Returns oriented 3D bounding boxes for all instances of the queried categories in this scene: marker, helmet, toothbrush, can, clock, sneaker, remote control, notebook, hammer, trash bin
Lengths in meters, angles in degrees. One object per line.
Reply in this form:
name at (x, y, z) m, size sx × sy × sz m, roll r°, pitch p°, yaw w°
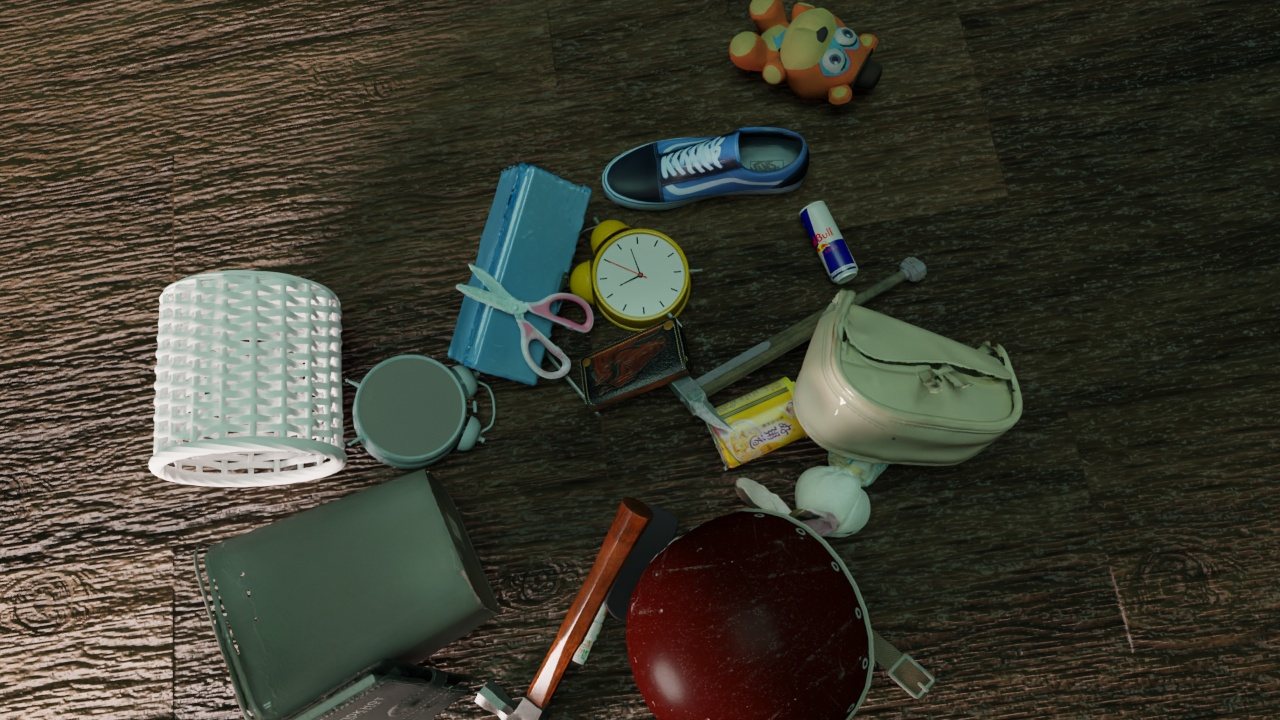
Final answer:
marker at (-0.037, 0.249, 0.971) m, size 0.017 × 0.017 × 0.145 m, roll 21°, pitch 78°, yaw 10°
helmet at (0.113, 0.260, 0.861) m, size 0.234 × 0.253 × 0.233 m, roll -29°, pitch 73°, yaw 13°
toothbrush at (-0.097, 0.001, 1.046) m, size 0.013 × 0.013 × 0.167 m, roll -42°, pitch 75°, yaw 2°
can at (0.214, -0.134, 1.042) m, size 0.032 × 0.032 × 0.095 m, roll -23°, pitch 74°, yaw -1°
clock at (-0.013, -0.099, 1.046) m, size 0.152 × 0.052 × 0.113 m, roll 24°, pitch 78°, yaw 7°
sneaker at (0.072, -0.232, 1.048) m, size 0.241 × 0.098 × 0.083 m, roll -4°, pitch 75°, yaw 4°
remote control at (0.000, 0.215, 0.972) m, size 0.046 × 0.009 × 0.124 m, roll 27°, pitch 78°, yaw -18°
notebook at (-0.263, 0.339, 0.869) m, size 0.169 × 0.209 × 0.029 m, roll -31°, pitch 67°, yaw -2°
clock at (-0.241, 0.055, 1.014) m, size 0.159 × 0.045 × 0.122 m, roll -3°, pitch 75°, yaw -16°
hammer at (0.181, -0.030, 0.998) m, size 0.316 × 0.028 × 0.147 m, roll -29°, pitch 39°, yaw -10°
can at (0.125, 0.067, 0.978) m, size 0.105 × 0.068 × 0.067 m, roll -24°, pitch 74°, yaw -1°
trash bin at (-0.277, 0.231, 0.916) m, size 0.220 × 0.197 × 0.197 m, roll -25°, pitch 72°, yaw -8°
hammer at (-0.062, 0.256, 0.884) m, size 0.111 × 0.028 × 0.301 m, roll 32°, pitch 113°, yaw 15°

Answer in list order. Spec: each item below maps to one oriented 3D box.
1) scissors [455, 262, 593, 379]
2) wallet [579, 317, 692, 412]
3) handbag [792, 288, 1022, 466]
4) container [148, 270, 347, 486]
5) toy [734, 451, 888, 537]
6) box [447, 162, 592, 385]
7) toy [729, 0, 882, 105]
scissors at (-0.132, -0.037, 0.984) m, size 0.016 × 0.179 × 0.108 m, roll 20°, pitch 90°, yaw 52°
wallet at (-0.006, 0.006, 1.005) m, size 0.123 × 0.019 × 0.072 m, roll -23°, pitch 51°, yaw 17°
handbag at (0.280, 0.009, 0.904) m, size 0.229 × 0.132 × 0.183 m, roll 21°, pitch 50°, yaw -14°
container at (-0.414, 0.025, 0.979) m, size 0.189 × 0.189 × 0.186 m, roll -8°, pitch 73°, yaw 3°
toy at (0.210, 0.123, 0.959) m, size 0.205 × 0.131 × 0.106 m, roll -37°, pitch 118°, yaw -25°
box at (-0.147, -0.099, 1.039) m, size 0.110 × 0.094 × 0.231 m, roll 15°, pitch 90°, yaw 52°
toy at (0.198, -0.362, 1.082) m, size 0.176 × 0.096 × 0.112 m, roll 25°, pitch 78°, yaw 0°
